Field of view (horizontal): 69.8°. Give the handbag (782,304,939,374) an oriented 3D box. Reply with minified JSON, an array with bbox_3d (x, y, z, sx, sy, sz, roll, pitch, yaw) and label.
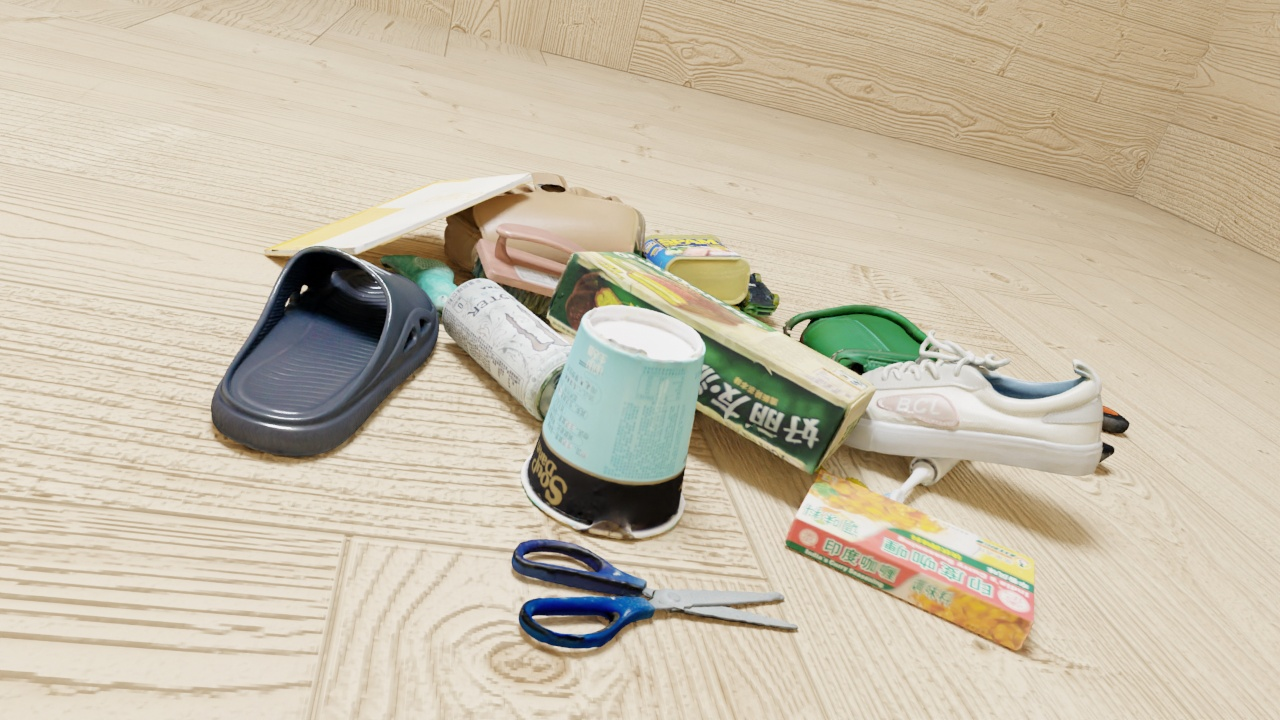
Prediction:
[{"bbox_3d":[0.211,-0.006,0.877,0.120,0.068,0.131,7,25,-20],"label":"handbag"}]

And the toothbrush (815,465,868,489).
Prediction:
[{"bbox_3d":[0.119,0.060,0.737,0.015,0.017,0.190,1,27,-33],"label":"toothbrush"}]

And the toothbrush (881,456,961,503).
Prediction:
[{"bbox_3d":[0.243,0.083,0.754,0.026,0.026,0.220,-20,0,38],"label":"toothbrush"}]

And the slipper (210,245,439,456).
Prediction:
[{"bbox_3d":[-0.209,-0.029,0.651,0.110,0.083,0.267,16,25,-4],"label":"slipper"}]

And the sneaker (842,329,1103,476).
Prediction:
[{"bbox_3d":[0.239,0.026,0.736,0.243,0.091,0.089,7,15,27],"label":"sneaker"}]

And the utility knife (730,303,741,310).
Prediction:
[{"bbox_3d":[0.062,-0.039,0.925,0.033,0.015,0.153,18,23,24],"label":"utility knife"}]

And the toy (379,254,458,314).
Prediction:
[{"bbox_3d":[-0.175,-0.063,0.816,0.096,0.030,0.092,6,29,-38],"label":"toy"}]

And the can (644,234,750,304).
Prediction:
[{"bbox_3d":[0.055,-0.095,0.970,0.102,0.057,0.083,-2,22,-19],"label":"can"}]

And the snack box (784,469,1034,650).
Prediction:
[{"bbox_3d":[0.180,0.129,0.611,0.156,0.027,0.076,23,26,15],"label":"snack box"}]

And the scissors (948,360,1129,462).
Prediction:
[{"bbox_3d":[0.401,0.049,0.941,0.234,0.022,0.220,11,19,-11],"label":"scissors"}]

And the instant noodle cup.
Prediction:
[{"bbox_3d":[-0.010,0.033,0.585,0.111,0.121,0.111,13,24,-6],"label":"instant noodle cup"}]

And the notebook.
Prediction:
[{"bbox_3d":[-0.217,-0.133,0.837,0.146,0.010,0.205,6,29,40],"label":"notebook"}]

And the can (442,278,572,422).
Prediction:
[{"bbox_3d":[-0.094,-0.009,0.704,0.058,0.058,0.147,-6,31,-40],"label":"can"}]

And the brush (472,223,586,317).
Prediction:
[{"bbox_3d":[-0.075,-0.074,0.827,0.145,0.073,0.063,14,27,-29],"label":"brush"}]

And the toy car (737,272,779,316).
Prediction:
[{"bbox_3d":[0.118,-0.073,1.006,0.043,0.036,0.091,8,24,-20],"label":"toy car"}]

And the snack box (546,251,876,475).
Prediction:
[{"bbox_3d":[0.055,-0.007,0.710,0.240,0.063,0.114,29,16,17],"label":"snack box"}]

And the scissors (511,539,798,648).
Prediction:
[{"bbox_3d":[0.009,0.137,0.506,0.171,0.012,0.140,22,22,11],"label":"scissors"}]

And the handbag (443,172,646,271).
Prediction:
[{"bbox_3d":[-0.091,-0.129,0.920,0.204,0.100,0.147,0,24,-19],"label":"handbag"}]
